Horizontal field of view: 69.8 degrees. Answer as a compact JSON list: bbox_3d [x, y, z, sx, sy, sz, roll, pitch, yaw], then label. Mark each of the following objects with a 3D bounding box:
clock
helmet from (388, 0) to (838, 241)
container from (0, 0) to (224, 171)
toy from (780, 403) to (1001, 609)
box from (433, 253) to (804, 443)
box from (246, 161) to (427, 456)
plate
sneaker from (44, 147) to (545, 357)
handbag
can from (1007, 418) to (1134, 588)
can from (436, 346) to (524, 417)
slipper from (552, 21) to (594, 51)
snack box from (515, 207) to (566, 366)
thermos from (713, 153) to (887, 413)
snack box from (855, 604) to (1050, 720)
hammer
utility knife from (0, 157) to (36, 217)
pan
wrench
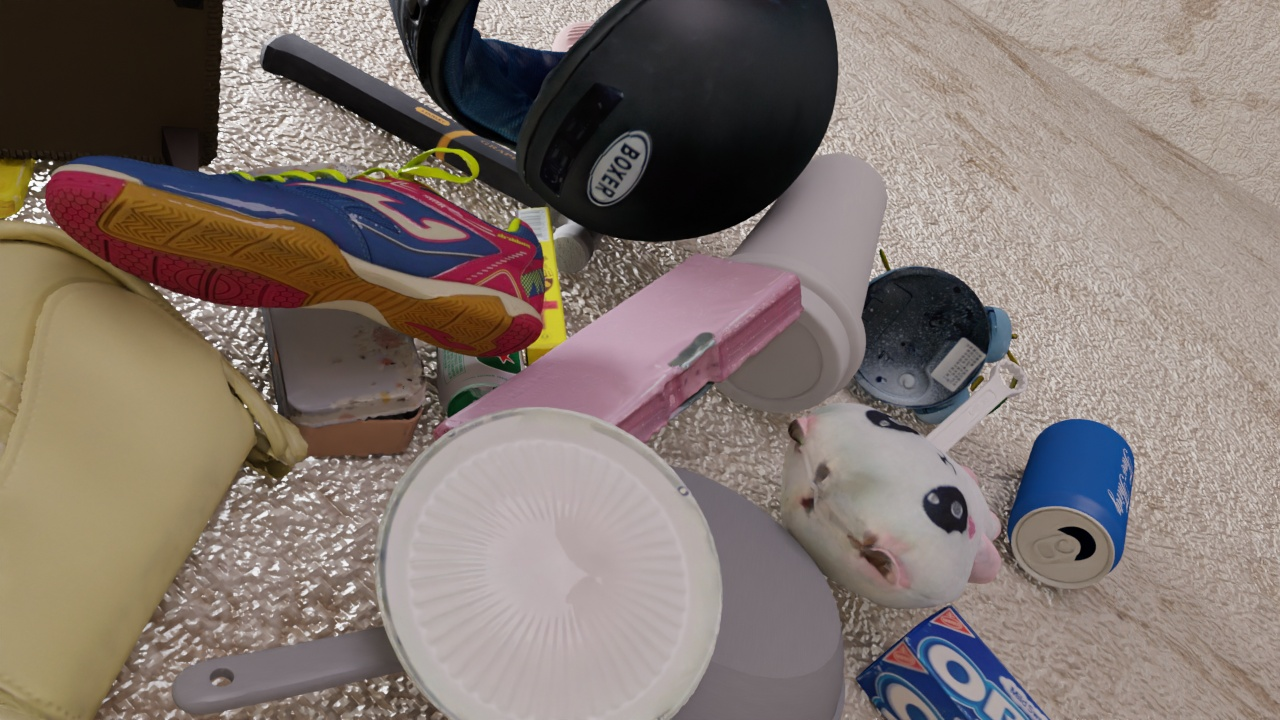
[{"bbox_3d":[0.241,-0.012,0.766,0.162,0.118,0.060,37,14,1],"label":"clock"},{"bbox_3d":[-0.001,-0.205,0.660,0.315,0.250,0.235,-7,63,-38],"label":"helmet"},{"bbox_3d":[-0.389,-0.211,0.494,0.320,0.177,0.204,-3,50,-30],"label":"container"},{"bbox_3d":[0.167,0.092,0.581,0.179,0.102,0.138,4,45,-37],"label":"toy"},{"bbox_3d":[-0.004,0.003,0.534,0.098,0.037,0.232,15,40,39],"label":"box"},{"bbox_3d":[-0.189,-0.037,0.556,0.081,0.063,0.216,-1,46,-30],"label":"box"},{"bbox_3d":[-0.037,0.092,0.404,0.157,0.014,0.156,12,56,-18],"label":"plate"},{"bbox_3d":[-0.161,-0.068,0.472,0.241,0.117,0.091,15,65,-35],"label":"sneaker"},{"bbox_3d":[-0.253,0.048,0.379,0.191,0.089,0.232,24,36,-14],"label":"handbag"},{"bbox_3d":[0.339,0.108,0.720,0.079,0.079,0.145,38,37,10],"label":"can"},{"bbox_3d":[-0.100,-0.005,0.572,0.053,0.053,0.101,11,40,-24],"label":"can"},{"bbox_3d":[-0.029,-0.215,0.849,0.093,0.082,0.197,-21,82,-27],"label":"slipper"},{"bbox_3d":[-0.068,-0.038,0.624,0.025,0.061,0.148,-4,44,-8],"label":"snack box"},{"bbox_3d":[0.128,-0.073,0.717,0.131,0.132,0.221,31,48,1],"label":"thermos"},{"bbox_3d":[0.218,0.245,0.495,0.059,0.060,0.226,-14,55,-39],"label":"snack box"},{"bbox_3d":[-0.165,-0.181,0.754,0.312,0.035,0.139,27,35,-3],"label":"hammer"},{"bbox_3d":[-0.391,-0.162,0.585,0.028,0.020,0.213,8,43,-27],"label":"utility knife"},{"bbox_3d":[-0.030,0.119,0.448,0.355,0.051,0.200,6,33,-41],"label":"pan"},{"bbox_3d":[0.207,0.069,0.668,0.272,0.009,0.047,-32,77,-32],"label":"wrench"}]
